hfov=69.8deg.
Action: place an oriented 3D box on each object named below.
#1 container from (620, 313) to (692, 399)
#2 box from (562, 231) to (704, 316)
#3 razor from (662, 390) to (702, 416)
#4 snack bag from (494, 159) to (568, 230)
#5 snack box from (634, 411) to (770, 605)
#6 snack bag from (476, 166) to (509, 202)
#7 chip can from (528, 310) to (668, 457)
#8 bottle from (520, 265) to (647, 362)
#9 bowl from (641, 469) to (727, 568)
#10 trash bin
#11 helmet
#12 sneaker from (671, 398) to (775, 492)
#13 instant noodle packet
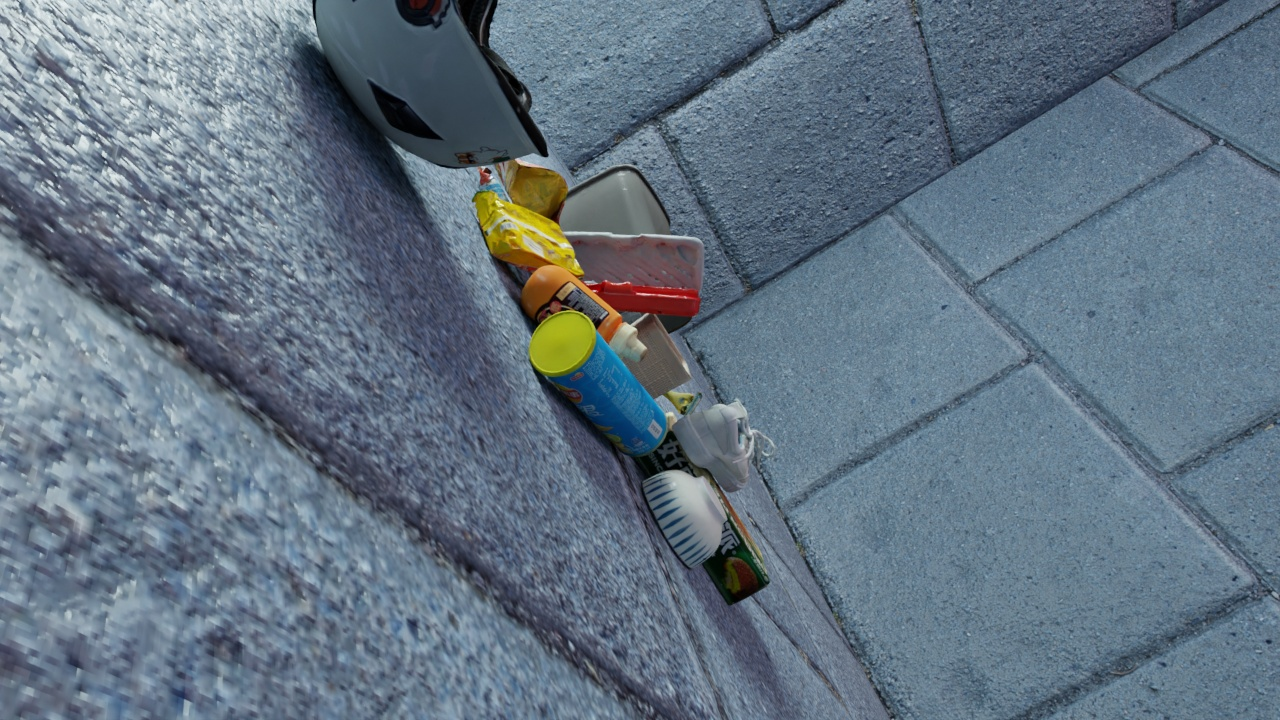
[{"bbox_3d":[-0.007,0.007,1.168,0.090,0.111,0.090,57,6,-14],"label":"container"},{"bbox_3d":[-0.024,-0.109,1.132,0.094,0.201,0.100,-32,125,-83],"label":"box"},{"bbox_3d":[0.018,0.029,1.230,0.132,0.043,0.028,33,-15,1],"label":"razor"},{"bbox_3d":[-0.152,-0.233,1.225,0.128,0.073,0.208,54,-4,-25],"label":"snack bag"},{"bbox_3d":[0.078,0.188,1.193,0.240,0.063,0.114,58,6,-8],"label":"snack box"},{"bbox_3d":[-0.183,-0.203,1.190,0.105,0.026,0.045,61,0,4],"label":"snack bag"},{"bbox_3d":[-0.039,0.030,0.970,0.071,0.071,0.210,63,6,36],"label":"chip can"},{"bbox_3d":[-0.057,-0.044,0.999,0.149,0.067,0.066,33,1,10],"label":"bottle"},{"bbox_3d":[0.058,0.175,1.067,0.116,0.066,0.116,58,6,-10],"label":"bowl"},{"bbox_3d":[-0.034,-0.148,1.449,0.199,0.199,0.219,48,19,-53],"label":"trash bin"},{"bbox_3d":[-0.199,-0.283,0.817,0.230,0.157,0.274,41,29,-80],"label":"helmet"},{"bbox_3d":[0.115,0.104,1.176,0.089,0.091,0.242,61,6,23],"label":"sneaker"},{"bbox_3d":[-0.132,-0.139,1.068,0.128,0.044,0.110,23,29,-45],"label":"instant noodle packet"}]
